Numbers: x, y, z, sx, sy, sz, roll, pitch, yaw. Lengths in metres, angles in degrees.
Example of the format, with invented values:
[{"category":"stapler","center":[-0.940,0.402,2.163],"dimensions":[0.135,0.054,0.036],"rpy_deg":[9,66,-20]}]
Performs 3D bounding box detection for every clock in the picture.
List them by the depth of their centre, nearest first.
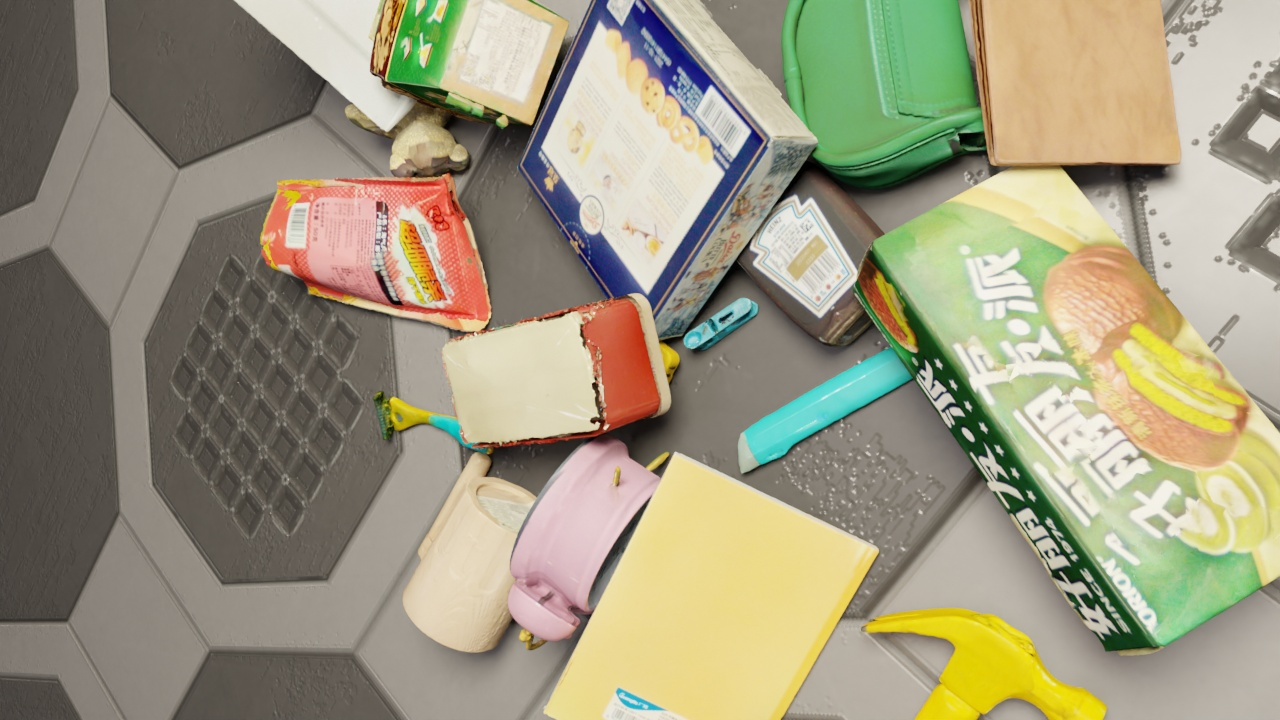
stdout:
[{"category":"clock","center":[-0.039,0.130,0.629],"dimensions":[0.060,0.117,0.159],"rpy_deg":[32,103,16]}]

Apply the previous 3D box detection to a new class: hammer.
[{"category":"hammer","center":[0.141,0.280,0.563],"dimensions":[0.129,0.032,0.301],"rpy_deg":[36,106,27]}]

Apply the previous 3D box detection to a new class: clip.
[{"category":"clip","center":[0.056,-0.024,0.630],"dimensions":[0.057,0.047,0.014],"rpy_deg":[-34,71,23]}]

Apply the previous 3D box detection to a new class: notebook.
[{"category":"notebook","center":[0.042,0.178,0.599],"dimensions":[0.146,0.010,0.206],"rpy_deg":[25,103,-1]}]

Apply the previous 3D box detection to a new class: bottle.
[{"category":"bottle","center":[0.087,-0.099,0.600],"dimensions":[0.080,0.044,0.195],"rpy_deg":[-49,65,25]}]

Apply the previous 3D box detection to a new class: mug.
[{"category":"mug","center":[-0.127,0.143,0.708],"dimensions":[0.104,0.084,0.124],"rpy_deg":[-60,37,14]}]

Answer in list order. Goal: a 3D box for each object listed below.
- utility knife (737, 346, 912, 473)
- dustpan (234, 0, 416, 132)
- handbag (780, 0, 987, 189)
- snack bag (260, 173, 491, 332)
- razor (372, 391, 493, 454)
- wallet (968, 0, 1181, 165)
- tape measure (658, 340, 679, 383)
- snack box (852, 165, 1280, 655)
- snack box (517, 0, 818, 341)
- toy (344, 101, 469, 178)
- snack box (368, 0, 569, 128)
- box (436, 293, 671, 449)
[{"category":"utility knife","center":[0.123,0.029,0.593],"dimensions":[0.151,0.013,0.029],"rpy_deg":[-33,75,24]},{"category":"dustpan","center":[-0.174,-0.348,0.656],"dimensions":[0.143,0.222,0.257],"rpy_deg":[-8,55,40]},{"category":"handbag","center":[0.151,-0.176,0.550],"dimensions":[0.120,0.067,0.131],"rpy_deg":[-12,83,29]},{"category":"snack bag","center":[-0.220,-0.094,0.765],"dimensions":[0.208,0.073,0.129],"rpy_deg":[8,118,28]},{"category":"razor","center":[-0.167,0.056,0.755],"dimensions":[0.133,0.028,0.043],"rpy_deg":[12,118,34]},{"category":"wallet","center":[0.232,-0.157,0.491],"dimensions":[0.101,0.020,0.115],"rpy_deg":[0,77,-1]},{"category":"tape measure","center":[-0.004,0.004,0.659],"dimensions":[0.060,0.028,0.057],"rpy_deg":[36,105,27]},{"category":"snack box","center":[0.225,0.017,0.477],"dimensions":[0.114,0.063,0.240],"rpy_deg":[-28,72,-7]},{"category":"snack box","center":[0.005,-0.137,0.610],"dimensions":[0.178,0.045,0.183],"rpy_deg":[56,136,23]},{"category":"toy","center":[-0.194,-0.219,0.767],"dimensions":[0.105,0.066,0.157],"rpy_deg":[-16,72,-13]},{"category":"snack box","center":[-0.117,-0.232,0.667],"dimensions":[0.105,0.118,0.117],"rpy_deg":[35,107,47]},{"category":"box","center":[-0.070,0.010,0.637],"dimensions":[0.169,0.080,0.091],"rpy_deg":[-10,94,47]}]
